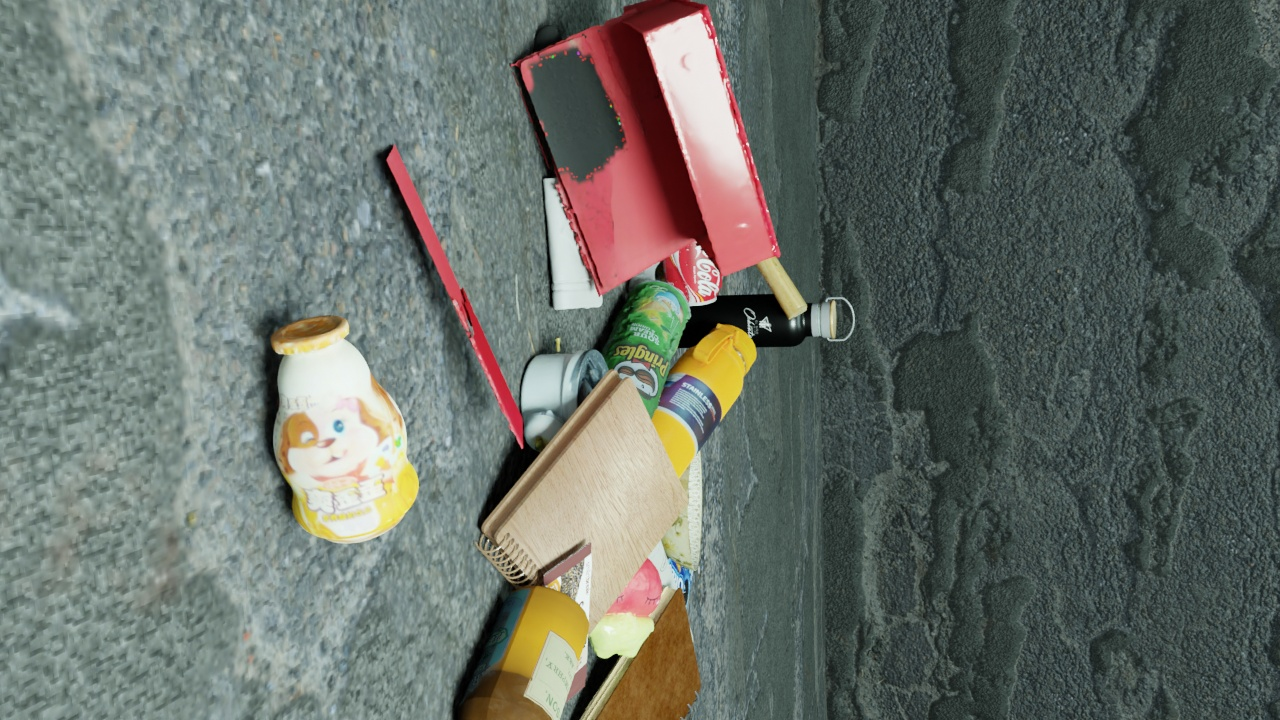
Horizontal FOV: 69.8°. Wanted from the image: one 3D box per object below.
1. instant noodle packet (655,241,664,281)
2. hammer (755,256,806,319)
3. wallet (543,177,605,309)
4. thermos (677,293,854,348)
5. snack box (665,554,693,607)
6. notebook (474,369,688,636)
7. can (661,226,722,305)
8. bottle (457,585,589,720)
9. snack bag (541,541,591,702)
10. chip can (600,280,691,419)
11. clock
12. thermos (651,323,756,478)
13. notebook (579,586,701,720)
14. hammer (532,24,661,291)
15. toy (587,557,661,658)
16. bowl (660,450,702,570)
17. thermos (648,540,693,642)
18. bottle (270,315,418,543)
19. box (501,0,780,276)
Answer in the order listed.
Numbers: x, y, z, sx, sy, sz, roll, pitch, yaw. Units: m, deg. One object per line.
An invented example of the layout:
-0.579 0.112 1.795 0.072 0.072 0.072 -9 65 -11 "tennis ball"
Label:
0.038 -0.157 1.095 0.098 0.040 0.135 29 60 -70 "instant noodle packet"
0.089 -0.192 1.014 0.330 0.033 0.132 60 11 8 "hammer"
-0.055 -0.101 0.807 0.086 0.032 0.116 -26 115 -68 "wallet"
0.126 -0.045 1.051 0.061 0.232 0.061 0 89 -72 "thermos"
0.033 0.245 1.089 0.150 0.027 0.082 70 25 -46 "snack box"
-0.038 0.129 0.752 0.168 0.022 0.210 -51 146 -20 "notebook"
0.056 -0.117 1.008 0.064 0.064 0.105 -49 137 -65 "can"
-0.088 0.237 0.635 0.156 0.068 0.068 -69 153 -50 "bottle"
-0.060 0.223 0.745 0.056 0.013 0.158 -28 131 -47 "snack bag"
-0.005 0.003 0.895 0.222 0.075 0.075 -67 151 -53 "chip can"
-0.061 0.045 0.743 0.083 0.057 0.117 64 31 -56 "clock"
0.050 0.045 0.948 0.231 0.076 0.092 -48 -179 -41 "thermos"
-0.005 0.355 0.898 0.224 0.024 0.168 -48 137 -46 "notebook"
-0.033 -0.194 0.890 0.324 0.029 0.126 58 36 -58 "hammer"
-0.016 0.211 0.863 0.091 0.045 0.135 18 75 -37 "toy"
0.031 0.156 0.997 0.145 0.063 0.145 0 89 -80 "bowl"
0.015 0.254 0.991 0.224 0.052 0.052 73 24 -42 "thermos"
-0.149 0.033 0.451 0.063 0.063 0.109 -56 141 -61 "bottle"
-0.048 -0.228 0.909 0.511 0.141 0.215 34 -30 58 "box"
